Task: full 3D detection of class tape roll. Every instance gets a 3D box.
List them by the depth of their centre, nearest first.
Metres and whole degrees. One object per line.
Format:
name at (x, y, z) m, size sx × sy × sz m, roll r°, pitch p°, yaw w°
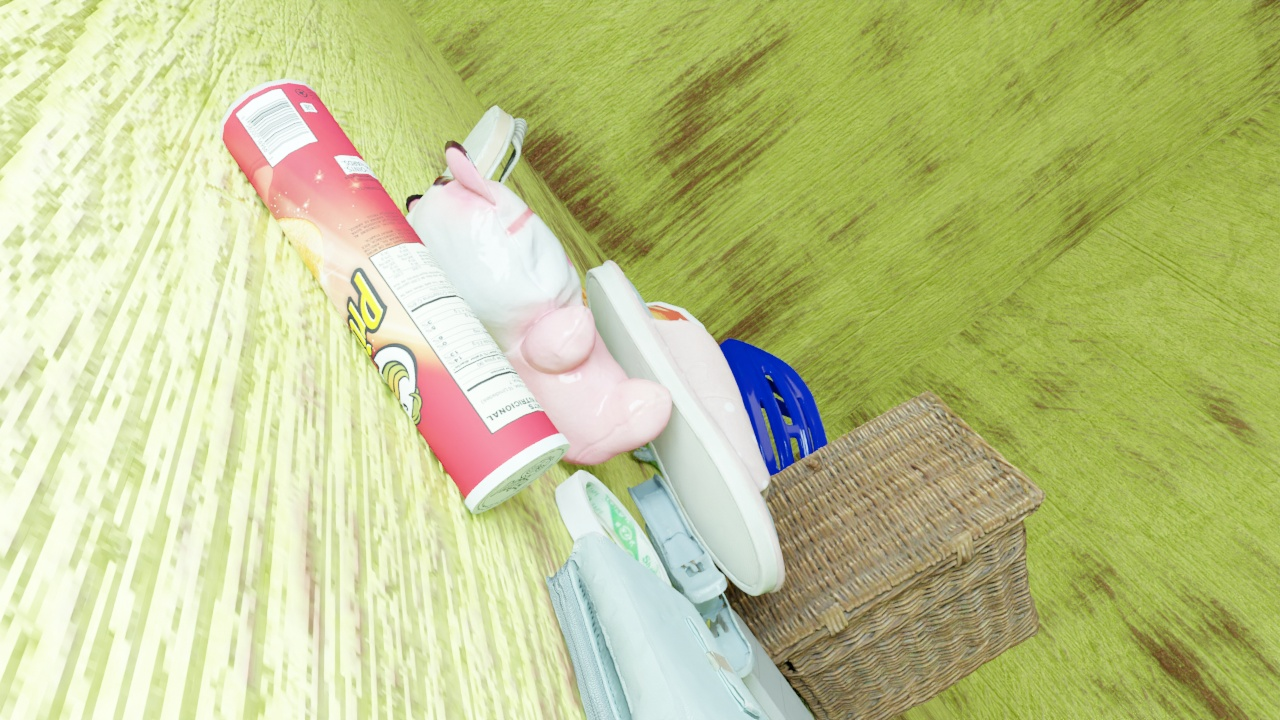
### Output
tape roll at (-0.015, 0.107, 0.541) m, size 0.094 × 0.018 × 0.093 m, roll 52°, pitch 5°, yaw -7°

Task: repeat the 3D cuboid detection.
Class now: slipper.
slipper at (0.033, 0.032, 0.624) m, size 0.114 × 0.054 × 0.274 m, roll 93°, pitch -27°, yaw -52°
slipper at (-0.157, -0.196, 0.909) m, size 0.054 × 0.114 × 0.272 m, roll 28°, pitch 11°, yaw -20°

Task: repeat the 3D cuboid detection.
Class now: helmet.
helmet at (0.129, 0.112, 1.018) m, size 0.228 × 0.148 × 0.241 m, roll 73°, pitch 4°, yaw -63°

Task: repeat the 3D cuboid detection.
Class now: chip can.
chip can at (-0.115, -0.033, 0.419) m, size 0.214 × 0.052 × 0.052 m, roll 53°, pitch 5°, yaw 11°

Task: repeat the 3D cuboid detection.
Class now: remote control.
remote control at (0.093, 0.236, 0.613) m, size 0.151 × 0.019 × 0.074 m, roll 54°, pitch 7°, yaw -3°

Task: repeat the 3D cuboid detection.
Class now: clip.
clip at (0.021, 0.114, 0.586) m, size 0.115 × 0.028 × 0.163 m, roll 67°, pitch -7°, yaw -26°

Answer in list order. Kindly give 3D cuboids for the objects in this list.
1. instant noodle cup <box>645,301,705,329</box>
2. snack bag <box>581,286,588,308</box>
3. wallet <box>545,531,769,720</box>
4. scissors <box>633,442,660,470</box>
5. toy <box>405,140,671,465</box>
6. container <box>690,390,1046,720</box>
instant noodle cup at (-0.005, 0.005, 0.827) m, size 0.123 × 0.123 × 0.121 m, roll 53°, pitch 13°, yaw 11°
snack bag at (-0.082, -0.056, 1.000) m, size 0.208 × 0.067 × 0.138 m, roll 42°, pitch 13°, yaw -13°
wallet at (0.012, 0.141, 0.396) m, size 0.100 × 0.054 × 0.131 m, roll 50°, pitch 0°, yaw -34°
scissors at (0.005, 0.088, 0.915) m, size 0.093 × 0.032 × 0.175 m, roll 58°, pitch 3°, yaw 28°
toy at (-0.073, -0.031, 0.581) m, size 0.213 × 0.084 × 0.142 m, roll 56°, pitch -14°, yaw -9°
container at (0.199, 0.185, 0.771) m, size 0.183 × 0.250 × 0.162 m, roll 61°, pitch 0°, yaw -33°
